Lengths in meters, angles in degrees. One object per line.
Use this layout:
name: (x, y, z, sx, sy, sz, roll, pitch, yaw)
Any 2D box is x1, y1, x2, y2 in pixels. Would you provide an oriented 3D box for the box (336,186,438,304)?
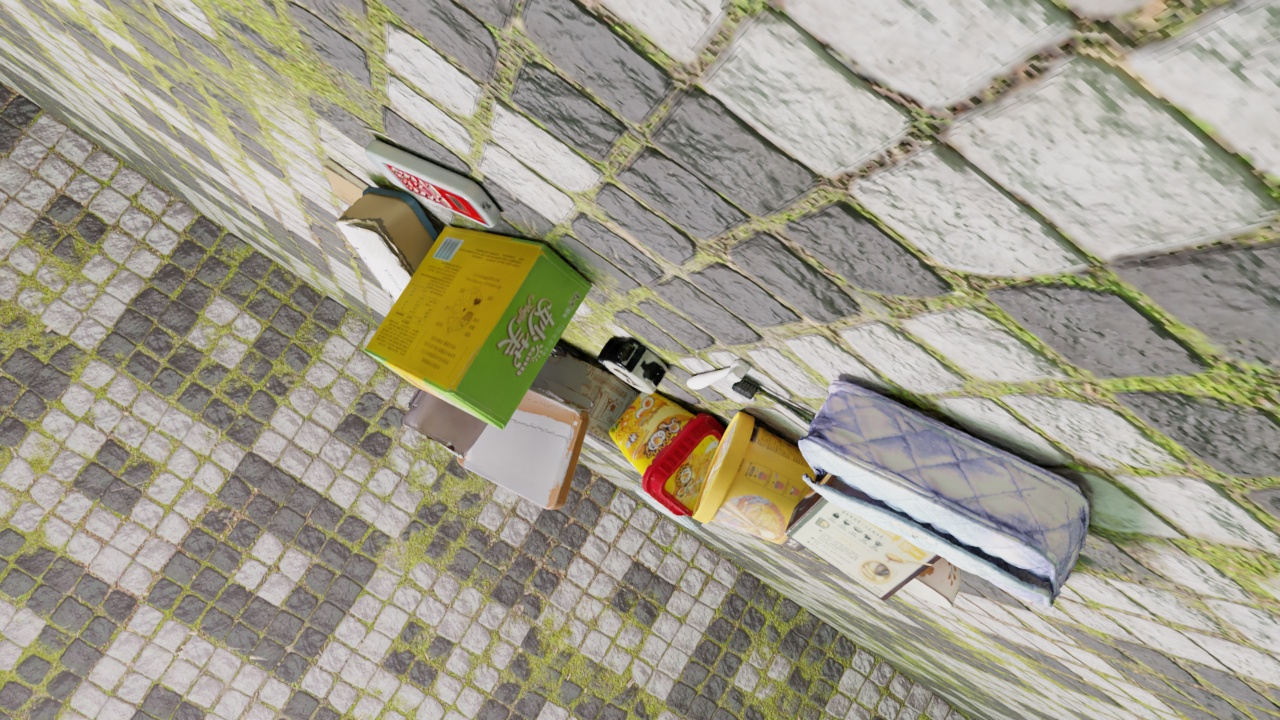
box: (-0.249, -0.107, 0.987, 0.090, 0.059, 0.184, 18, 146, 36)

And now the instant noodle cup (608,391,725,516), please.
instant noodle cup: (0.036, 0.104, 1.099, 0.124, 0.116, 0.116, 38, 176, 43)

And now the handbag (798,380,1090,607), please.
handbag: (0.207, 0.095, 0.649, 0.194, 0.075, 0.134, 26, 168, 33)

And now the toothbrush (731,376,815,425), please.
toothbrush: (0.161, 0.062, 0.787, 0.186, 0.017, 0.012, 29, 132, 15)

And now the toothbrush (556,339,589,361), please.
toothbrush: (-0.142, -0.041, 1.183, 0.181, 0.018, 0.016, 28, 166, 14)

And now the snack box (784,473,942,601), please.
snack box: (0.210, 0.145, 0.818, 0.113, 0.053, 0.126, 34, 130, 0)

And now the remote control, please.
remote control: (-0.181, -0.153, 0.794, 0.136, 0.020, 0.056, 26, 168, 28)

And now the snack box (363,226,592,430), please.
snack box: (-0.161, -0.038, 0.872, 0.070, 0.157, 0.210, 39, 167, -37)

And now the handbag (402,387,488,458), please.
handbag: (-0.191, 0.013, 1.077, 0.098, 0.196, 0.145, 34, 168, -12)

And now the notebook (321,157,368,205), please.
notebook: (-0.273, -0.152, 1.077, 0.211, 0.012, 0.150, 35, 170, -10)

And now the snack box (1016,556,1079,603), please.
snack box: (0.322, 0.173, 0.796, 0.075, 0.025, 0.153, 29, 168, 22)

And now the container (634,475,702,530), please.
container: (0.061, 0.152, 1.202, 0.090, 0.111, 0.090, 25, 167, 33)

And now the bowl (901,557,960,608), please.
bowl: (0.274, 0.194, 0.927, 0.113, 0.062, 0.113, 31, 170, 6)

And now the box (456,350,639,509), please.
box: (-0.115, 0.093, 1.191, 0.183, 0.193, 0.156, 24, 173, 35)

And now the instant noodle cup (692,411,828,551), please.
instant noodle cup: (0.127, 0.127, 0.928, 0.114, 0.118, 0.118, 23, 169, 2)

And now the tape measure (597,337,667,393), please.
tape measure: (-0.006, 0.006, 0.961, 0.066, 0.033, 0.066, 37, 170, -19)

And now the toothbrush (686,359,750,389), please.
toothbrush: (0.068, 0.018, 0.853, 0.016, 0.016, 0.180, 36, 169, -6)
